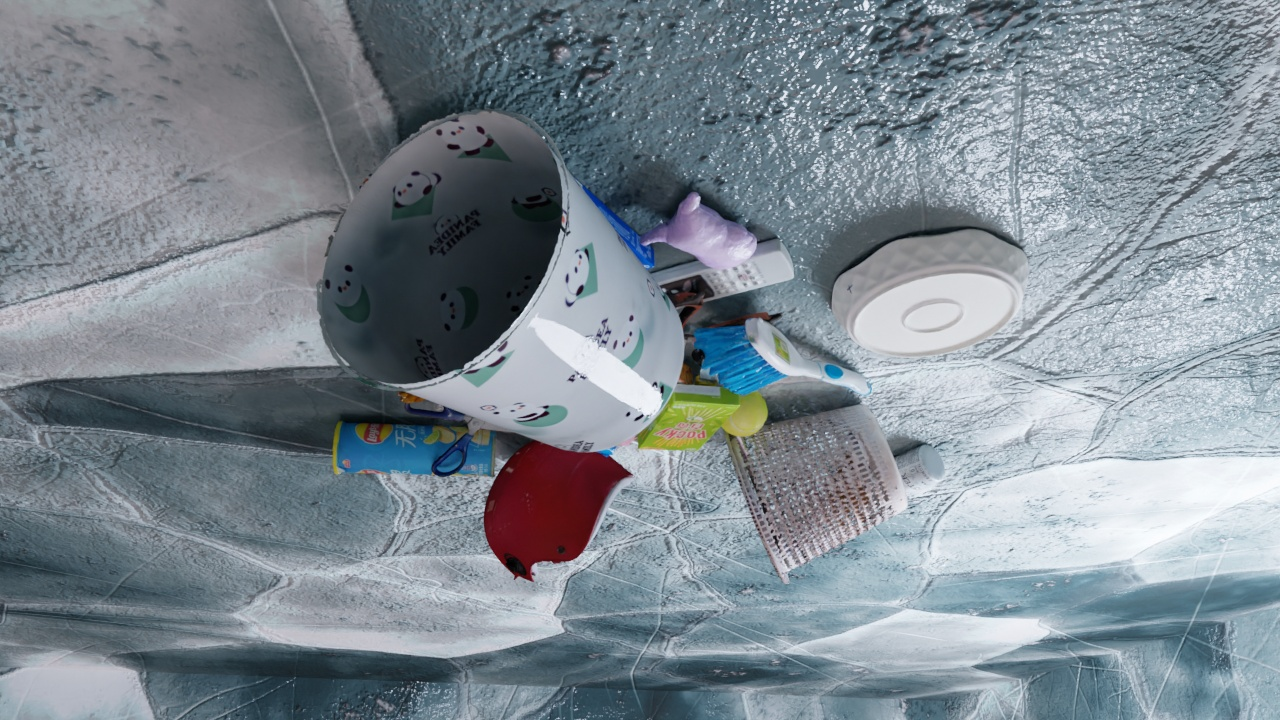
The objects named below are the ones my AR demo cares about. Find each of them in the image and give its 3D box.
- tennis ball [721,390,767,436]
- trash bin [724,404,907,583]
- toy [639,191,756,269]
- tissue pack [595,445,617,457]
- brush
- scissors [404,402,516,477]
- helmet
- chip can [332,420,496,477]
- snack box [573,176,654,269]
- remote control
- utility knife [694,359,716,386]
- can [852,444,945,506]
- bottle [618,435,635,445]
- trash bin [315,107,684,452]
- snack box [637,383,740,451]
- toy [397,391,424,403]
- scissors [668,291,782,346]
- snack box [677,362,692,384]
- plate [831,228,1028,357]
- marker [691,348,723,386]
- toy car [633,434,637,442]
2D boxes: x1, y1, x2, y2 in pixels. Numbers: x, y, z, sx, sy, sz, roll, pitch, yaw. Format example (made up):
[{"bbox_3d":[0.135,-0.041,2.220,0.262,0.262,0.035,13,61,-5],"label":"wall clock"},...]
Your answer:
[{"bbox_3d":[0.130,0.065,1.174,0.065,0.065,0.066,-2,150,-1],"label":"tennis ball"},{"bbox_3d":[0.240,0.160,1.227,0.192,0.227,0.227,-22,147,8],"label":"trash bin"},{"bbox_3d":[0.062,-0.116,0.878,0.108,0.038,0.084,19,144,-36],"label":"toy"},{"bbox_3d":[-0.063,0.052,1.104,0.052,0.095,0.157,16,166,40],"label":"tissue pack"},{"bbox_3d":[0.176,0.011,1.073,0.110,0.060,0.314,-21,155,24],"label":"brush"},{"bbox_3d":[-0.226,0.085,1.183,0.162,0.012,0.176,30,109,-9],"label":"scissors"},{"bbox_3d":[-0.138,0.191,1.268,0.144,0.206,0.241,46,133,-8],"label":"helmet"},{"bbox_3d":[-0.301,0.121,1.238,0.210,0.071,0.071,3,150,-9],"label":"chip can"},{"bbox_3d":[-0.063,-0.120,0.876,0.085,0.026,0.157,-20,146,28],"label":"snack box"},{"bbox_3d":[0.082,-0.086,0.951,0.150,0.021,0.058,-14,148,19],"label":"remote control"},{"bbox_3d":[0.076,0.037,1.133,0.033,0.015,0.219,5,161,2],"label":"utility knife"},{"bbox_3d":[0.388,0.179,1.399,0.058,0.058,0.147,19,144,-33],"label":"can"},{"bbox_3d":[-0.089,0.072,1.175,0.196,0.068,0.068,21,143,-40],"label":"bottle"},{"bbox_3d":[-0.095,-0.043,0.774,0.230,0.229,0.252,-16,153,23],"label":"trash bin"},{"bbox_3d":[0.057,0.074,1.147,0.085,0.026,0.157,4,153,-16],"label":"snack box"},{"bbox_3d":[-0.194,-0.035,0.956,0.227,0.089,0.247,-1,147,-4],"label":"toy"},{"bbox_3d":[0.049,-0.028,1.034,0.226,0.015,0.189,-16,158,24],"label":"scissors"},{"bbox_3d":[-0.006,0.006,1.058,0.077,0.027,0.155,-11,158,25],"label":"snack box"},{"bbox_3d":[0.311,-0.062,0.984,0.205,0.045,0.205,-2,150,-1],"label":"plate"},{"bbox_3d":[0.091,0.012,1.107,0.023,0.018,0.130,-18,157,18],"label":"marker"},{"bbox_3d":[0.026,0.094,1.251,0.091,0.035,0.042,-25,142,38],"label":"toy car"}]
